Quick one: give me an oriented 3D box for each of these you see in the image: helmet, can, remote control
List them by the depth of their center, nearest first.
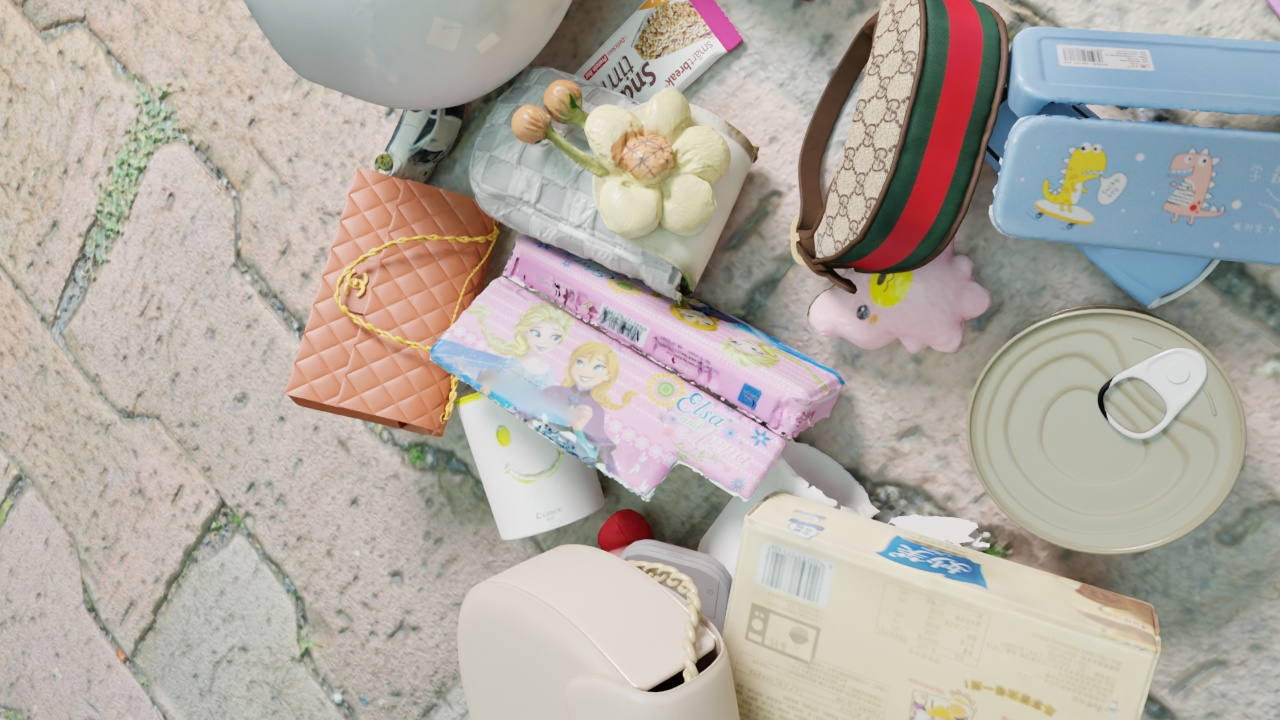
[{"bbox_3d":[0.249,0.033,0.500,0.128,0.073,0.128,4,99,26],"label":"can"},{"bbox_3d":[-0.109,-0.275,0.550,0.164,0.237,0.263,23,71,13],"label":"helmet"},{"bbox_3d":[0.017,0.182,0.590,0.074,0.019,0.151,12,117,15],"label":"remote control"}]

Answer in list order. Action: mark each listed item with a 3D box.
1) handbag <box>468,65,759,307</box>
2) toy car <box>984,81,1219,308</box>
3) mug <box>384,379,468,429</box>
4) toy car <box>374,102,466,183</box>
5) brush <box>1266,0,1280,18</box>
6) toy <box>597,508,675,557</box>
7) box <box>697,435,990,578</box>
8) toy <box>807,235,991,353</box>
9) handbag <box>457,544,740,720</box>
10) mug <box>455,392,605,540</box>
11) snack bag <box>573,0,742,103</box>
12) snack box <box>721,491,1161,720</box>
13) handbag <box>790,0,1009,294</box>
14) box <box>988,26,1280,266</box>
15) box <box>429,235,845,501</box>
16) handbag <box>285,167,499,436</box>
[{"bbox_3d":[-0.027,-0.122,0.573,0.171,0.123,0.112,23,80,12],"label":"handbag"},{"bbox_3d":[0.243,-0.095,0.496,0.153,0.054,0.056,48,114,13],"label":"toy car"},{"bbox_3d":[-0.175,-0.013,0.712,0.105,0.073,0.089,-34,81,0],"label":"mug"},{"bbox_3d":[-0.161,-0.169,0.691,0.033,0.048,0.106,39,112,13],"label":"toy car"},{"bbox_3d":[0.326,-0.264,0.436,0.089,0.043,0.228,-21,88,27],"label":"brush"},{"bbox_3d":[0.011,0.176,0.648,0.124,0.096,0.131,-45,59,18],"label":"toy"},{"bbox_3d":[0.123,0.116,0.574,0.144,0.083,0.137,40,111,24],"label":"box"},{"bbox_3d":[0.157,-0.043,0.547,0.093,0.050,0.103,40,114,26],"label":"toy"},{"bbox_3d":[-0.031,0.221,0.536,0.209,0.103,0.211,3,107,50],"label":"handbag"},{"bbox_3d":[-0.079,0.066,0.664,0.083,0.082,0.106,-18,90,27],"label":"mug"},{"bbox_3d":[-0.023,-0.180,0.637,0.197,0.016,0.070,-38,82,26],"label":"snack bag"},{"bbox_3d":[0.148,0.176,0.497,0.208,0.055,0.153,15,105,24],"label":"snack box"},{"bbox_3d":[0.132,-0.122,0.515,0.063,0.138,0.166,10,100,-16],"label":"handbag"},{"bbox_3d":[0.281,-0.105,0.436,0.210,0.049,0.120,7,81,10],"label":"box"},{"bbox_3d":[-0.002,-0.007,0.576,0.230,0.158,0.066,30,136,22],"label":"box"},{"bbox_3d":[-0.170,-0.042,0.655,0.109,0.060,0.171,14,74,-7],"label":"handbag"}]
